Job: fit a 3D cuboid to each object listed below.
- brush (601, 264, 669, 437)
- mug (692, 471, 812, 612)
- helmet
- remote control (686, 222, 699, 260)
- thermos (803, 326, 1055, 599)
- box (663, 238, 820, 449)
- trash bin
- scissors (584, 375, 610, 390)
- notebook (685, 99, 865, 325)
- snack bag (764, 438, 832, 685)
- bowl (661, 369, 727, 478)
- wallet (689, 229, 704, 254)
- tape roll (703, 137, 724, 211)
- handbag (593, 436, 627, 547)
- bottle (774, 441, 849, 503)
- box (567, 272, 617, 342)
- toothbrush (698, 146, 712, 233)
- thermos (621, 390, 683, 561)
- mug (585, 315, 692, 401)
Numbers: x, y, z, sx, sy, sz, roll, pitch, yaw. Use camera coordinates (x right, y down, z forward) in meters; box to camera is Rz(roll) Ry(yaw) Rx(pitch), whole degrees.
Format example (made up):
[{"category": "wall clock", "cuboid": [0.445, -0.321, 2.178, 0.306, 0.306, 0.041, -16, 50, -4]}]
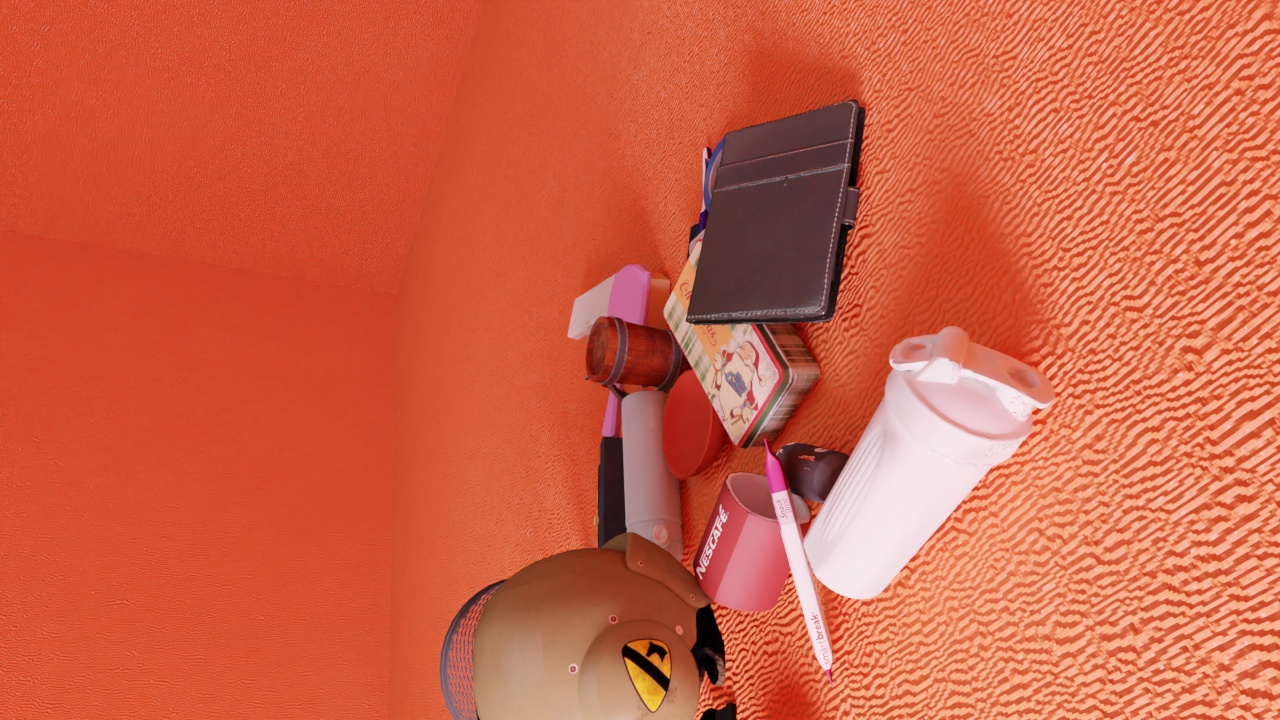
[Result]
[{"category": "brush", "cuboid": [-0.012, -0.010, 1.204, 0.089, 0.043, 0.228, 6, 87, 57]}, {"category": "mug", "cuboid": [0.098, 0.159, 0.858, 0.116, 0.080, 0.097, -114, 38, -62]}, {"category": "helmet", "cuboid": [-0.026, 0.283, 0.851, 0.251, 0.255, 0.232, -50, 41, 49]}, {"category": "remote control", "cuboid": [0.063, -0.109, 1.118, 0.028, 0.011, 0.124, 180, 97, -67]}, {"category": "thermos", "cuboid": [0.189, 0.078, 0.654, 0.099, 0.099, 0.221, -106, 29, -45]}, {"category": "box", "cuboid": [0.094, -0.020, 0.925, 0.118, 0.050, 0.205, -60, 40, 38]}, {"category": "trash bin", "cuboid": [-0.101, 0.365, 1.095, 0.228, 0.217, 0.217, -27, 58, 58]}, {"category": "scissors", "cuboid": [-0.039, 0.002, 1.318, 0.198, 0.015, 0.180, -110, 35, -48]}, {"category": "notebook", "cuboid": [0.128, -0.135, 0.864, 0.170, 0.029, 0.208, 0, 75, 43]}, {"category": "snack bag", "cuboid": [0.129, 0.161, 0.755, 0.070, 0.016, 0.196, 21, -126, -77]}, {"category": "bowl", "cuboid": [0.065, 0.072, 1.021, 0.122, 0.035, 0.122, -172, 90, -67]}, {"category": "wallet", "cuboid": [0.093, -0.127, 1.019, 0.119, 0.037, 0.115, -39, 50, 56]}, {"category": "tape roll", "cuboid": [0.101, -0.213, 1.058, 0.093, 0.016, 0.091, 148, 126, -61]}, {"category": "handbag", "cuboid": [-0.033, 0.212, 1.195, 0.196, 0.072, 0.175, 124, 148, -65]}, {"category": "bottle", "cuboid": [0.147, 0.097, 0.805, 0.112, 0.047, 0.047, -174, 92, -67]}, {"category": "box", "cuboid": [-0.056, -0.077, 1.345, 0.199, 0.067, 0.083, -23, 80, 65]}, {"category": "toothbrush", "cuboid": [0.078, -0.170, 1.100, 0.015, 0.016, 0.186, 152, 125, -63]}, {"category": "thermos", "cuboid": [0.013, 0.141, 1.081, 0.078, 0.065, 0.206, 115, 156, -62]}, {"category": "mug", "cuboid": [-0.007, 0.007, 1.115, 0.081, 0.111, 0.118, -106, 33, -45]}]
